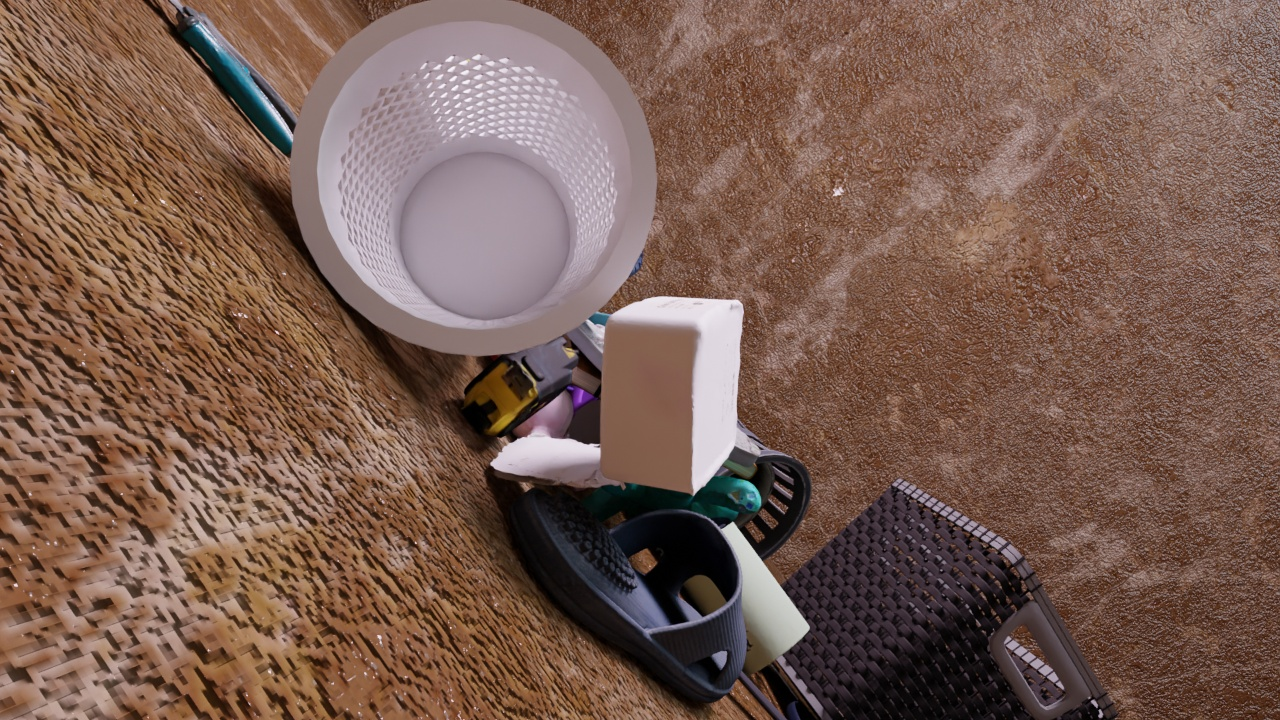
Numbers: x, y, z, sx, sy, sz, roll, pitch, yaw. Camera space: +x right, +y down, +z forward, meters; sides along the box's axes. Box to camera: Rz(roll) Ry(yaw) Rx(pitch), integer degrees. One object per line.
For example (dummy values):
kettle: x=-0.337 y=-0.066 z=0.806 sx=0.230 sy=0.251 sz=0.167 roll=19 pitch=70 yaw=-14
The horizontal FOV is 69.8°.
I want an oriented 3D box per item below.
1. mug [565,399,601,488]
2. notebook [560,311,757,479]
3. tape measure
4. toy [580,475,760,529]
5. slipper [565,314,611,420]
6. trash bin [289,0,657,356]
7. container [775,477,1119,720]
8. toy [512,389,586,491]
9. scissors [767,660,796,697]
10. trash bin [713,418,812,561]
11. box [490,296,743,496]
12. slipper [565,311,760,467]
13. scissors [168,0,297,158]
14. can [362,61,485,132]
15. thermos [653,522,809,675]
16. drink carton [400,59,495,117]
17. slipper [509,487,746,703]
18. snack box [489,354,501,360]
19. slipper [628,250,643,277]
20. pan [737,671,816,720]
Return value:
mug: x=-0.019 y=0.068 z=0.808 sx=0.089 sy=0.105 sz=0.073 roll=-7 pitch=94 yaw=-55
notebook: x=-0.004 y=0.006 z=0.787 sx=0.178 sy=0.014 sz=0.249 roll=30 pitch=12 yaw=-15
tape measure: x=-0.077 y=0.016 z=0.574 sx=0.042 sy=0.072 sz=0.071 roll=48 pitch=31 yaw=0
toy: x=0.022 y=0.090 z=0.652 sx=0.193 sy=0.131 sz=0.072 roll=55 pitch=34 yaw=-68
slipper: x=-0.058 y=-0.003 z=1.032 sx=0.084 sy=0.107 sz=0.266 roll=53 pitch=6 yaw=-12
trash bin: x=-0.102 y=-0.097 z=0.593 sx=0.195 sy=0.195 sz=0.200 roll=53 pitch=-8 yaw=-4
container: x=0.296 y=0.322 z=0.998 sx=0.247 sy=0.243 sz=0.245 roll=55 pitch=-5 yaw=-16
toy: x=-0.070 y=0.044 z=0.651 sx=0.063 sy=0.047 sz=0.110 roll=47 pitch=17 yaw=-50
scissors: x=0.126 y=0.303 z=0.955 sx=0.158 sy=0.012 sz=0.162 roll=45 pitch=-8 yaw=41
trash bin: x=0.061 y=0.108 z=1.048 sx=0.164 sy=0.164 sz=0.227 roll=51 pitch=-1 yaw=-42
box: x=-0.018 y=0.026 z=0.529 sx=0.108 sy=0.137 sz=0.128 roll=-27 pitch=122 yaw=-67
slipper: x=-0.006 y=-0.015 z=0.684 sx=0.098 sy=0.055 sz=0.269 roll=19 pitch=15 yaw=-47
scissors: x=-0.261 y=-0.186 z=0.586 sx=0.156 sy=0.019 sz=0.124 roll=54 pitch=1 yaw=9
can: x=-0.193 y=-0.195 z=0.800 sx=0.128 sy=0.128 sz=0.073 roll=53 pitch=0 yaw=-4
thermos: x=0.059 y=0.177 z=0.865 sx=0.231 sy=0.082 sz=0.082 roll=54 pitch=2 yaw=11
drink carton: x=-0.178 y=-0.179 z=0.716 sx=0.043 sy=0.134 sz=0.058 roll=55 pitch=-1 yaw=-18
slipper: x=0.019 y=0.135 z=0.562 sx=0.101 sy=0.082 sz=0.263 roll=56 pitch=4 yaw=39
snack box: x=-0.116 y=-0.043 z=0.880 sx=0.113 sy=0.060 sz=0.236 roll=53 pitch=2 yaw=-4
slipper: x=-0.081 y=-0.116 z=0.858 sx=0.252 sy=0.095 sz=0.105 roll=6 pitch=82 yaw=-63
pan: x=0.152 y=0.349 z=0.794 sx=0.356 sy=0.021 sz=0.198 roll=53 pitch=1 yaw=-31
